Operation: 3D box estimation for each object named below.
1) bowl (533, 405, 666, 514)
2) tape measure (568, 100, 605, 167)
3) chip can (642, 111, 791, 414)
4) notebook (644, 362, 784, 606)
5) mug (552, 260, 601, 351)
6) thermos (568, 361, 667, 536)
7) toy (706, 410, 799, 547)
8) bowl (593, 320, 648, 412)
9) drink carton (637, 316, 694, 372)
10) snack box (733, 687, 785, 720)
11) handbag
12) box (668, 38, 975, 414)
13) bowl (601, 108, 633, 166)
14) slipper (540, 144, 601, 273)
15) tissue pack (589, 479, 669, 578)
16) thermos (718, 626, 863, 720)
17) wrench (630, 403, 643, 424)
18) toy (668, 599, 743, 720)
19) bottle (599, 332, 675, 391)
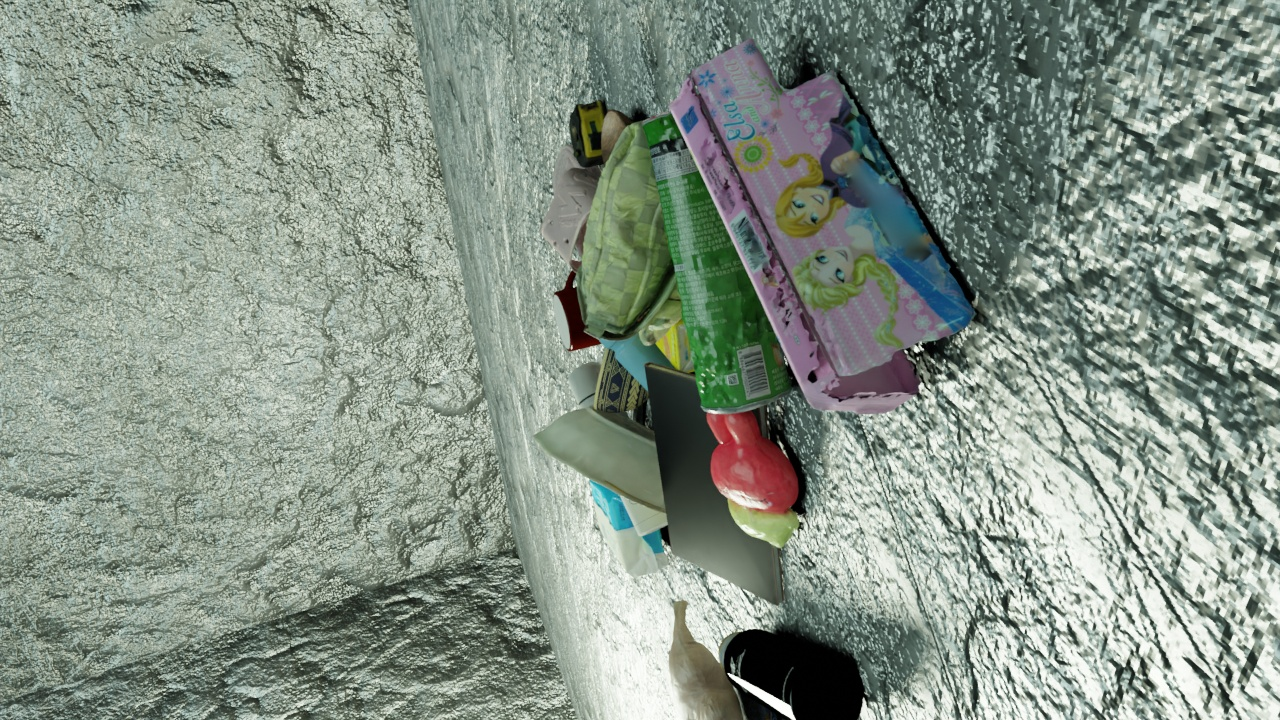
[{"bbox_3d":[-0.020,0.099,1.014,0.060,0.188,0.219,-65,26,3],"label":"bowl"},{"bbox_3d":[-0.058,-0.245,1.011,0.067,0.038,0.062,-179,75,-74],"label":"tape measure"},{"bbox_3d":[0.059,-0.073,0.679,0.075,0.075,0.223,-162,59,-73],"label":"chip can"},{"bbox_3d":[0.066,0.112,0.843,0.141,0.008,0.209,16,123,46],"label":"notebook"},{"bbox_3d":[-0.057,-0.070,1.085,0.073,0.082,0.106,-141,39,-67],"label":"mug"},{"bbox_3d":[-0.026,0.106,1.145,0.224,0.052,0.052,64,163,14],"label":"thermos"},{"bbox_3d":[0.090,0.092,0.751,0.092,0.045,0.135,11,126,53],"label":"toy"},{"bbox_3d":[-0.006,0.006,0.990,0.112,0.061,0.112,19,-94,-87],"label":"bowl"},{"bbox_3d":[0.028,-0.047,0.876,0.134,0.043,0.059,-127,25,-52],"label":"drink carton"},{"bbox_3d":[0.121,0.375,0.968,0.082,0.027,0.150,-121,22,-48],"label":"snack box"},{"bbox_3d":[0.014,-0.100,0.760,0.113,0.117,0.187,-67,-6,-70],"label":"handbag"},{"bbox_3d":[0.106,-0.090,0.526,0.097,0.085,0.230,-42,58,38],"label":"box"},{"bbox_3d":[-0.009,-0.195,0.902,0.114,0.026,0.102,134,119,-73],"label":"bowl"},{"bbox_3d":[-0.075,-0.173,1.046,0.094,0.064,0.239,-65,32,34],"label":"slipper"},{"bbox_3d":[-0.021,0.214,1.261,0.209,0.066,0.117,-163,59,-74],"label":"tissue pack"},{"bbox_3d":[0.118,0.276,0.815,0.232,0.061,0.061,147,108,-75],"label":"thermos"},{"bbox_3d":[-0.005,0.064,1.155,0.274,0.018,0.073,93,157,-52],"label":"wrench"},{"bbox_3d":[0.078,0.408,1.003,0.195,0.065,0.265,-108,6,-47],"label":"toy"},{"bbox_3d":[0.000,-0.005,0.917,0.130,0.040,0.040,46,164,-2],"label":"bottle"}]
